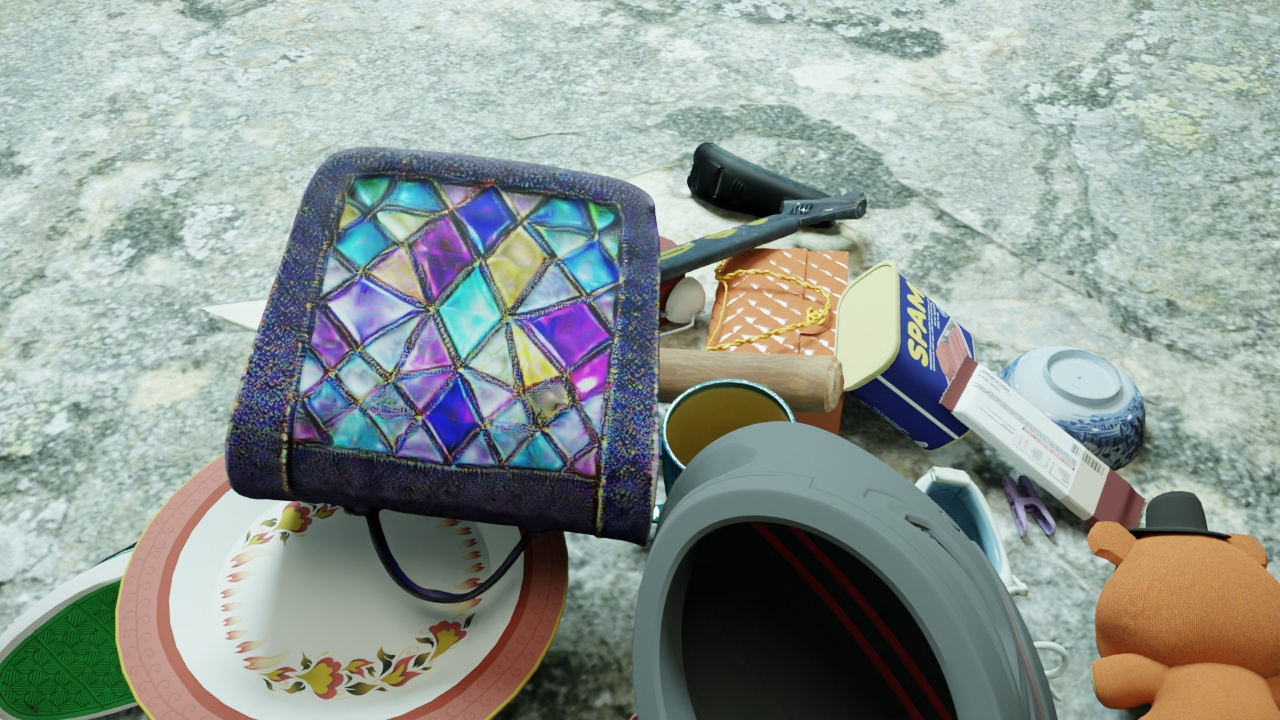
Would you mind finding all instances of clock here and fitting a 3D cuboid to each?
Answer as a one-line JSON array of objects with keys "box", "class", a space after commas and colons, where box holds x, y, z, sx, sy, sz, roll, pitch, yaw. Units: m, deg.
[{"box": [0.001, -0.060, 0.767, 0.087, 0.044, 0.124, -17, 47, -16], "class": "clock"}]

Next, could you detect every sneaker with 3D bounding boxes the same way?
[{"box": [0.178, 0.164, 0.506, 0.089, 0.091, 0.241, 3, 45, 2], "class": "sneaker"}, {"box": [-0.275, 0.128, 0.564, 0.234, 0.084, 0.079, -33, 29, -26], "class": "sneaker"}]

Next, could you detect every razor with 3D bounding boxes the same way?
[{"box": [0.117, -0.164, 0.875, 0.151, 0.054, 0.067, 20, 28, 11], "class": "razor"}]

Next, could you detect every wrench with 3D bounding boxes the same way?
[{"box": [0.091, -0.104, 0.769, 0.272, 0.022, 0.073, -22, 25, -31], "class": "wrench"}]

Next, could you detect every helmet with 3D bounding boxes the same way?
[{"box": [0.092, 0.137, 0.426, 0.164, 0.169, 0.264, -45, 51, 12], "class": "helmet"}]

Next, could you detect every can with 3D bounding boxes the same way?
[{"box": [0.195, -0.002, 0.670, 0.092, 0.057, 0.116, 35, 42, -19], "class": "can"}]

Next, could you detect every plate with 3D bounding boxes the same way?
[{"box": [-0.155, 0.116, 0.497, 0.230, 0.021, 0.229, 4, 43, -4], "class": "plate"}]

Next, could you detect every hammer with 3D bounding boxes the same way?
[{"box": [-0.004, 0.004, 0.660, 0.301, 0.037, 0.157, 4, 43, 24], "class": "hammer"}]

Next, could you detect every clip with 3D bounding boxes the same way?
[{"box": [0.262, 0.099, 0.627, 0.035, 0.013, 0.051, -3, 42, -5], "class": "clip"}]

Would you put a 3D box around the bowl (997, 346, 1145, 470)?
[{"box": [0.319, 0.026, 0.677, 0.114, 0.045, 0.114, 0, 44, 0], "class": "bowl"}]

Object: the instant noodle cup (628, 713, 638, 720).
[{"box": [0.018, 0.240, 0.434, 0.108, 0.098, 0.097, 31, 52, 18], "class": "instant noodle cup"}]

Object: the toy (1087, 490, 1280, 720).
[{"box": [0.309, 0.158, 0.510, 0.112, 0.096, 0.175, 7, 73, 7], "class": "toy"}]

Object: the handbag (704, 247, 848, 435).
[{"box": [0.106, -0.026, 0.724, 0.109, 0.060, 0.171, 4, 45, 10], "class": "handbag"}]

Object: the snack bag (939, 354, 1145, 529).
[{"box": [0.274, 0.063, 0.625, 0.158, 0.013, 0.056, 39, 52, 3], "class": "snack bag"}]

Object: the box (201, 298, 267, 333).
[{"box": [-0.203, -0.017, 0.600, 0.143, 0.193, 0.106, 15, 17, 20], "class": "box"}]

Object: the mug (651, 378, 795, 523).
[{"box": [0.040, 0.077, 0.584, 0.112, 0.104, 0.084, 0, 45, 3], "class": "mug"}]

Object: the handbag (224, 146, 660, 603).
[{"box": [-0.091, 0.015, 0.489, 0.205, 0.125, 0.221, 7, 78, -1], "class": "handbag"}]
